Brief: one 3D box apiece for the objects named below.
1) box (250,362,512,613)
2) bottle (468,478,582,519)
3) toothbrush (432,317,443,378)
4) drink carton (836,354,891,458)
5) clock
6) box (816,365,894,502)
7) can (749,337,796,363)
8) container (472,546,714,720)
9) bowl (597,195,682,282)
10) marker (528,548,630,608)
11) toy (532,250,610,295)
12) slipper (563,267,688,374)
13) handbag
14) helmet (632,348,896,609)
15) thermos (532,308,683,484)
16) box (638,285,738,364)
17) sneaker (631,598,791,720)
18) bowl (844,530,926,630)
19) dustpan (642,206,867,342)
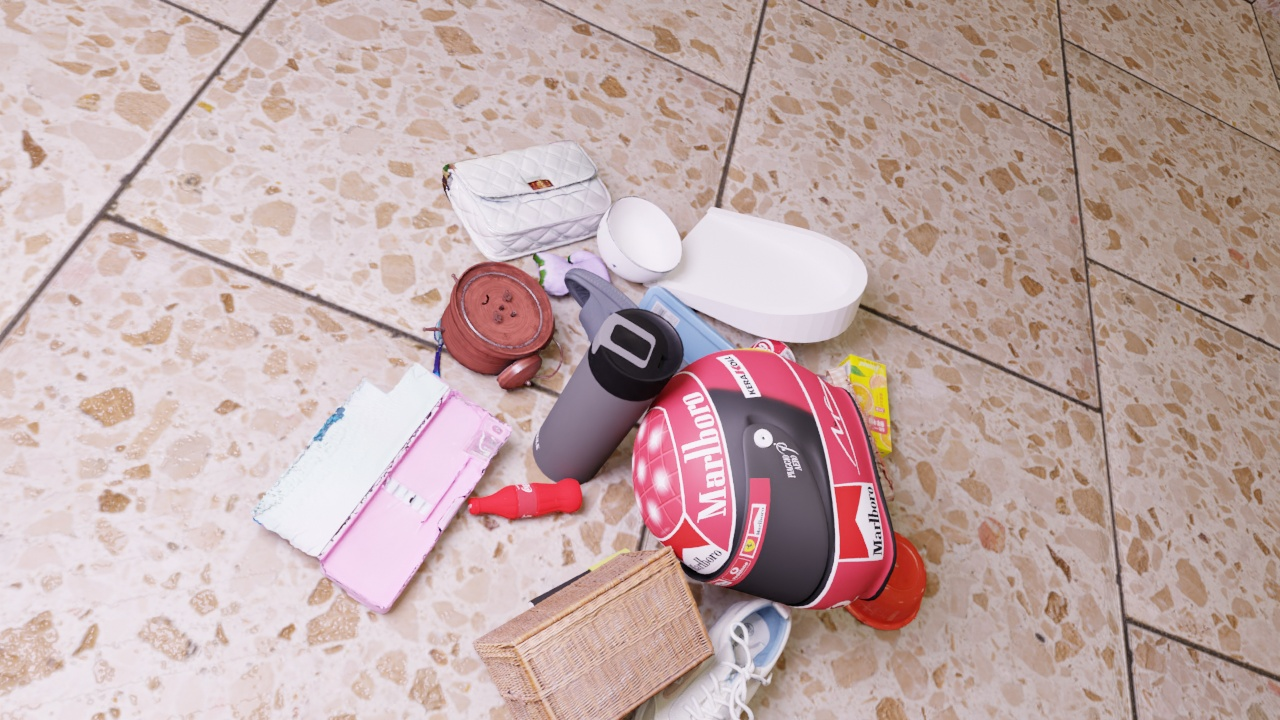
[{"bbox_3d":[-0.253,0.114,0.919,0.159,0.035,0.229,35,58,-4],"label":"box"},{"bbox_3d":[-0.122,0.148,0.969,0.118,0.036,0.036,-3,61,-25],"label":"bottle"},{"bbox_3d":[-0.225,0.032,1.009,0.016,0.017,0.188,10,56,-19],"label":"toothbrush"},{"bbox_3d":[0.293,0.063,1.204,0.058,0.043,0.134,17,55,-15],"label":"drink carton"},{"bbox_3d":[-0.154,-0.036,1.039,0.157,0.072,0.120,31,51,-16],"label":"clock"},{"bbox_3d":[0.253,0.097,1.134,0.064,0.056,0.188,-20,60,9],"label":"box"},{"bbox_3d":[0.145,0.022,1.150,0.064,0.064,0.104,43,53,6],"label":"can"},{"bbox_3d":[-0.042,0.270,0.870,0.198,0.114,0.112,-24,87,-31],"label":"container"},{"bbox_3d":[-0.009,-0.148,1.181,0.113,0.063,0.113,19,54,-28],"label":"bowl"},{"bbox_3d":[-0.060,0.229,0.955,0.123,0.021,0.017,-22,70,-32],"label":"marker"},{"bbox_3d":[-0.087,-0.111,1.151,0.099,0.037,0.080,3,49,-28],"label":"toy"},{"bbox_3d":[-0.006,0.006,1.083,0.268,0.111,0.083,44,78,2],"label":"slipper"},{"bbox_3d":[-0.138,-0.213,1.168,0.194,0.073,0.138,-21,69,-33],"label":"handbag"},{"bbox_3d":[0.106,0.120,0.922,0.224,0.198,0.270,0,63,-23],"label":"helmet"},{"bbox_3d":[-0.040,0.043,0.942,0.082,0.241,0.082,11,56,-17],"label":"thermos"},{"bbox_3d":[0.078,-0.009,1.120,0.210,0.068,0.058,43,17,30],"label":"box"},{"bbox_3d":[0.073,0.324,0.911,0.089,0.091,0.241,43,53,5],"label":"sneaker"},{"bbox_3d":[0.289,0.248,1.083,0.130,0.045,0.130,11,56,-18],"label":"bowl"},{"bbox_3d":[0.164,-0.121,1.204,0.258,0.053,0.190,26,50,18],"label":"dustpan"}]
